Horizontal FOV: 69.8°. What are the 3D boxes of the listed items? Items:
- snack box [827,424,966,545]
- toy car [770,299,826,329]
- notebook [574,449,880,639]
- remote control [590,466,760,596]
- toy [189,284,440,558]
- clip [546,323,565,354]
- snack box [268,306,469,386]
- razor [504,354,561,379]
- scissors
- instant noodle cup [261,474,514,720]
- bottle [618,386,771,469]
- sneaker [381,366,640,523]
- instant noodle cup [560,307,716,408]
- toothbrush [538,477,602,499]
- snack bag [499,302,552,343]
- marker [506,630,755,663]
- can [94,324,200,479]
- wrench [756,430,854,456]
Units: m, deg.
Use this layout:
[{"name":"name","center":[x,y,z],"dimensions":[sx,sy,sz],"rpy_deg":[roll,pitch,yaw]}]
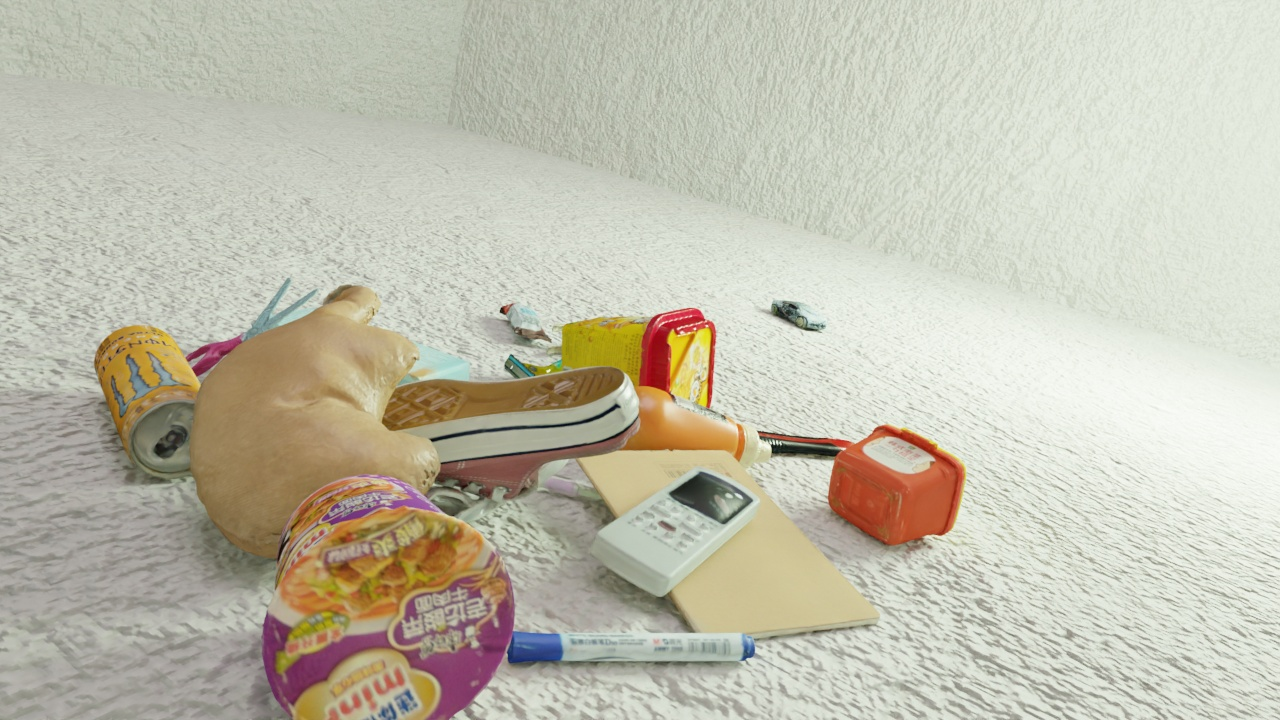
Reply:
[{"name":"snack box","center":[0.209,0.103,0.759],"dimensions":[0.080,0.082,0.091],"rpy_deg":[-13,28,-36]},{"name":"toy car","center":[0.253,-0.075,1.461],"dimensions":[0.048,0.031,0.105],"rpy_deg":[0,22,-35]},{"name":"notebook","center":[0.054,0.122,0.656],"dimensions":[0.147,0.008,0.207],"rpy_deg":[3,26,-31]},{"name":"remote control","center":[0.028,0.110,0.623],"dimensions":[0.058,0.021,0.149],"rpy_deg":[27,25,23]},{"name":"toy","center":[-0.208,0.021,0.573],"dimensions":[0.143,0.083,0.225],"rpy_deg":[-8,47,-16]},{"name":"clip","center":[-0.054,-0.015,1.026],"dimensions":[0.095,0.035,0.102],"rpy_deg":[23,11,42]},{"name":"snack box","center":[-0.239,0.005,0.781],"dimensions":[0.175,0.052,0.074],"rpy_deg":[19,16,19]},{"name":"razor","center":[-0.077,-0.003,0.942],"dimensions":[0.043,0.028,0.132],"rpy_deg":[37,40,27]},{"name":"scissors","center":[-0.324,-0.020,0.750],"dimensions":[0.108,0.017,0.135],"rpy_deg":[1,51,21]},{"name":"instant noodle cup","center":[-0.127,0.109,0.445],"dimensions":[0.111,0.111,0.099],"rpy_deg":[5,10,-26]},{"name":"bottle","center":[0.047,0.066,0.792],"dimensions":[0.149,0.067,0.066],"rpy_deg":[14,15,-23]},{"name":"sneaker","center":[-0.111,0.063,0.630],"dimensions":[0.241,0.088,0.118],"rpy_deg":[-7,23,17]},{"name":"instant noodle cup","center":[-0.005,0.005,0.877],"dimensions":[0.124,0.116,0.116],"rpy_deg":[9,13,29]},{"name":"toothbrush","center":[-0.101,0.081,0.692],"dimensions":[0.189,0.020,0.029],"rpy_deg":[13,-8,-1]},{"name":"snack bag","center":[-0.134,-0.045,1.069],"dimensions":[0.045,0.026,0.105],"rpy_deg":[16,15,-24]},{"name":"marker","center":[-0.003,0.160,0.514],"dimensions":[0.145,0.017,0.017],"rpy_deg":[7,18,-20]},{"name":"can","center":[-0.333,0.025,0.631],"dimensions":[0.058,0.058,0.146],"rpy_deg":[0,21,-38]},{"name":"wrench","center":[0.175,0.082,0.908],"dimensions":[0.273,0.016,0.056],"rpy_deg":[4,19,-28]}]
